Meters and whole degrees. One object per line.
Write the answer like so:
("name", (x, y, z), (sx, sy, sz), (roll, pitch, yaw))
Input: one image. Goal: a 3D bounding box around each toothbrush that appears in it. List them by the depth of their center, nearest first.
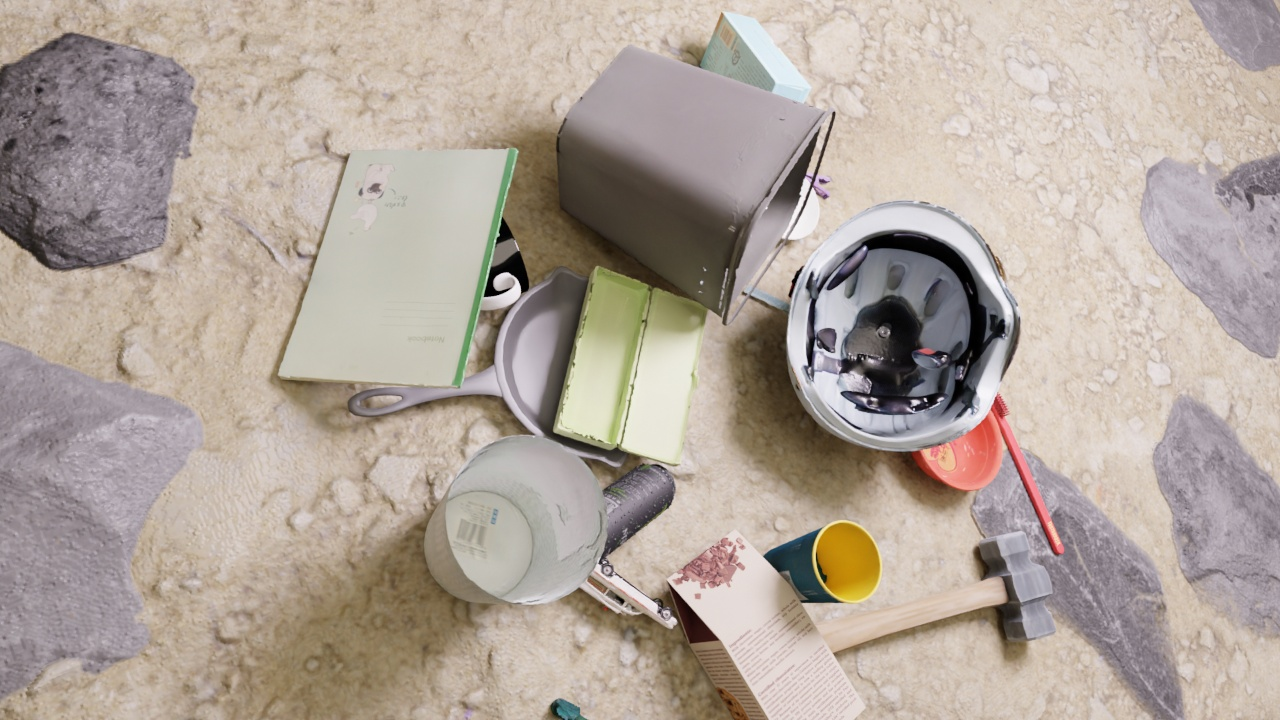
("toothbrush", (0.000, 0.361, 0.847), (0.190, 0.017, 0.016), (33, 62, -10))
("toothbrush", (0.482, 0.138, 1.141), (0.012, 0.018, 0.212), (-15, 78, -28))

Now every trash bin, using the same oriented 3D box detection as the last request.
("trash bin", (-0.118, 0.147, 0.787), (0.133, 0.162, 0.133), (8, 69, -22))
("trash bin", (0.047, -0.190, 0.944), (0.220, 0.198, 0.197), (29, 65, 12))

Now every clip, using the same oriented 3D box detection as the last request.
("clip", (0.222, -0.220, 1.156), (0.050, 0.014, 0.046), (-12, 80, -30))

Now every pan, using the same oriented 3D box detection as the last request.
("pan", (-0.111, 0.017, 0.915), (0.353, 0.024, 0.216), (-10, 76, -27))

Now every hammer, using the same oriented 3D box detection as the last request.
("hammer", (0.313, 0.274, 1.003), (0.322, 0.051, 0.117), (-7, 75, -23))

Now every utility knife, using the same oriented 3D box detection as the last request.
("utility knife", (0.199, -0.050, 1.086), (0.177, 0.016, 0.022), (24, 88, -13))

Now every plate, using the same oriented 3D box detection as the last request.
("plate", (0.166, -0.189, 1.112), (0.104, 0.026, 0.104), (9, 68, -22))

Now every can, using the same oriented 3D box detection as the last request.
("can", (-0.020, 0.144, 0.874), (0.137, 0.054, 0.054), (-28, 85, -49))

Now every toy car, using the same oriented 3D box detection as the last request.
("toy car", (-0.019, 0.225, 0.877), (0.113, 0.039, 0.039), (38, 82, -8))

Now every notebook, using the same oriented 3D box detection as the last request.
("notebook", (-0.222, -0.093, 0.855), (0.182, 0.010, 0.252), (3, 66, 15))

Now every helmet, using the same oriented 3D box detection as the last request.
("helmet", (0.275, -0.031, 1.011), (0.236, 0.164, 0.264), (9, 84, 4))

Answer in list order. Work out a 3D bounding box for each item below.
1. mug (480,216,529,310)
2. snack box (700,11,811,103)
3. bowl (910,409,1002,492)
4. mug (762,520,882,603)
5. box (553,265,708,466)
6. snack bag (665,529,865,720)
("mug", (-0.163, -0.079, 0.881), (0.100, 0.085, 0.119), (-23, 41, -14))
("snack box", (0.132, -0.336, 1.083), (0.053, 0.075, 0.174), (2, 44, -26))
("bowl", (0.363, 0.094, 1.088), (0.130, 0.045, 0.130), (8, 69, -22))
("mug", (0.172, 0.209, 0.918), (0.078, 0.122, 0.078), (8, 68, -22))
("box", (-0.006, 0.005, 0.937), (0.137, 0.024, 0.186), (16, 66, -13))
("snack bag", (0.114, 0.278, 0.897), (0.094, 0.070, 0.206), (-29, 85, -30))
